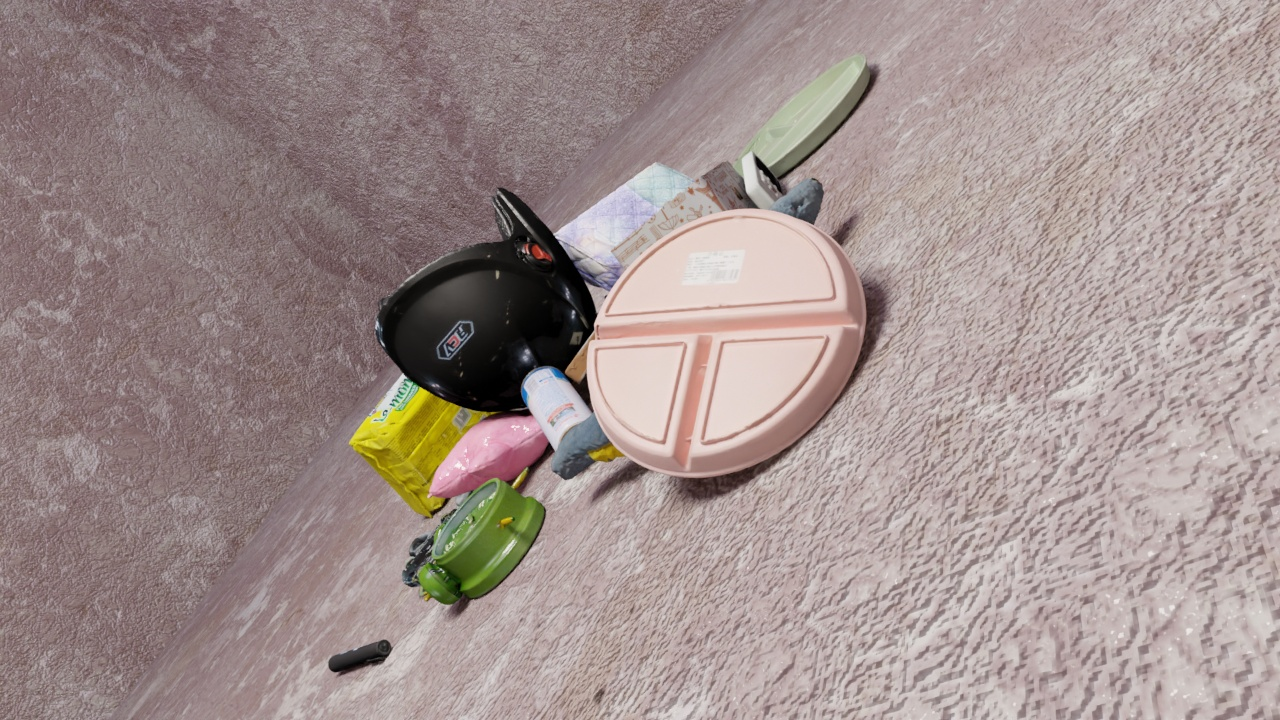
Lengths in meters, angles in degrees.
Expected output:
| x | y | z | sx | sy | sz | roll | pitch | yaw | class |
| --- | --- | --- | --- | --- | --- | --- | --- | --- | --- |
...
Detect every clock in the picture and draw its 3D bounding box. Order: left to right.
| x | y | z | sx | sy | sz | roll | pitch | yaw | class |
| --- | --- | --- | --- | --- | --- | --- | --- | --- | --- |
| -0.167 | 0.184 | 0.926 | 0.161 | 0.056 | 0.116 | -42 | 16 | 19 | clock |

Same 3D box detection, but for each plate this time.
| x | y | z | sx | sy | sz | roll | pitch | yaw | class |
| --- | --- | --- | --- | --- | --- | --- | --- | --- | --- |
| 0.054 | -0.022 | 0.695 | 0.230 | 0.028 | 0.229 | -17 | 54 | 24 | plate |
| 0.204 | -0.302 | 1.184 | 0.230 | 0.027 | 0.229 | -43 | 17 | 16 | plate |

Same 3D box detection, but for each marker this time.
| x | y | z | sx | sy | sz | roll | pitch | yaw | class |
| --- | --- | --- | --- | --- | --- | --- | --- | --- | --- |
| -0.314 | 0.331 | 1.022 | 0.132 | 0.020 | 0.022 | -29 | 53 | 44 | marker |

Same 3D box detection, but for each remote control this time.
| x | y | z | sx | sy | sz | roll | pitch | yaw | class |
| --- | --- | --- | --- | --- | --- | --- | --- | --- | --- |
| 0.141 | -0.195 | 1.036 | 0.021 | 0.058 | 0.149 | -38 | 19 | 20 | remote control |

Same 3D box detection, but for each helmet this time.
| x | y | z | sx | sy | sz | roll | pitch | yaw | class |
| --- | --- | --- | --- | --- | --- | --- | --- | --- | --- |
| -0.175 | -0.050 | 1.077 | 0.234 | 0.230 | 0.274 | -41 | -5 | 20 | helmet |

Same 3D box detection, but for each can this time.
| x | y | z | sx | sy | sz | roll | pitch | yaw | class |
| --- | --- | --- | --- | --- | --- | --- | --- | --- | --- |
| -0.082 | 0.056 | 0.960 | 0.053 | 0.053 | 0.134 | -47 | 33 | 2 | can |

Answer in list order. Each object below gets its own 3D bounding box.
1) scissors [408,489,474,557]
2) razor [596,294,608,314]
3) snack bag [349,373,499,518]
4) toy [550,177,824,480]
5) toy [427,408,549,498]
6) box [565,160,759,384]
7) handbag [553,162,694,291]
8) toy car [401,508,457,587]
| x | y | z | sx | sy | sz | roll | pitch | yaw | class |
| --- | --- | --- | --- | --- | --- | --- | --- | --- | --- |
| -0.230 | 0.198 | 1.141 | 0.178 | 0.014 | 0.159 | -28 | 27 | 40 | scissors |
| -0.059 | -0.062 | 1.300 | 0.143 | 0.022 | 0.042 | 166 | 100 | -67 | razor |
| -0.282 | 0.086 | 1.287 | 0.068 | 0.158 | 0.245 | -8 | 39 | 39 | snack bag |
| 0.053 | -0.024 | 0.790 | 0.356 | 0.091 | 0.138 | -49 | 19 | -3 | toy |
| -0.177 | 0.108 | 1.083 | 0.178 | 0.074 | 0.195 | -32 | 7 | -17 | toy |
| 0.012 | -0.100 | 1.028 | 0.263 | 0.088 | 0.177 | -39 | 4 | 24 | box |
| -0.007 | -0.171 | 1.194 | 0.193 | 0.076 | 0.134 | -38 | 54 | -24 | handbag |
| -0.229 | 0.216 | 1.046 | 0.105 | 0.031 | 0.049 | -51 | 27 | -18 | toy car |
